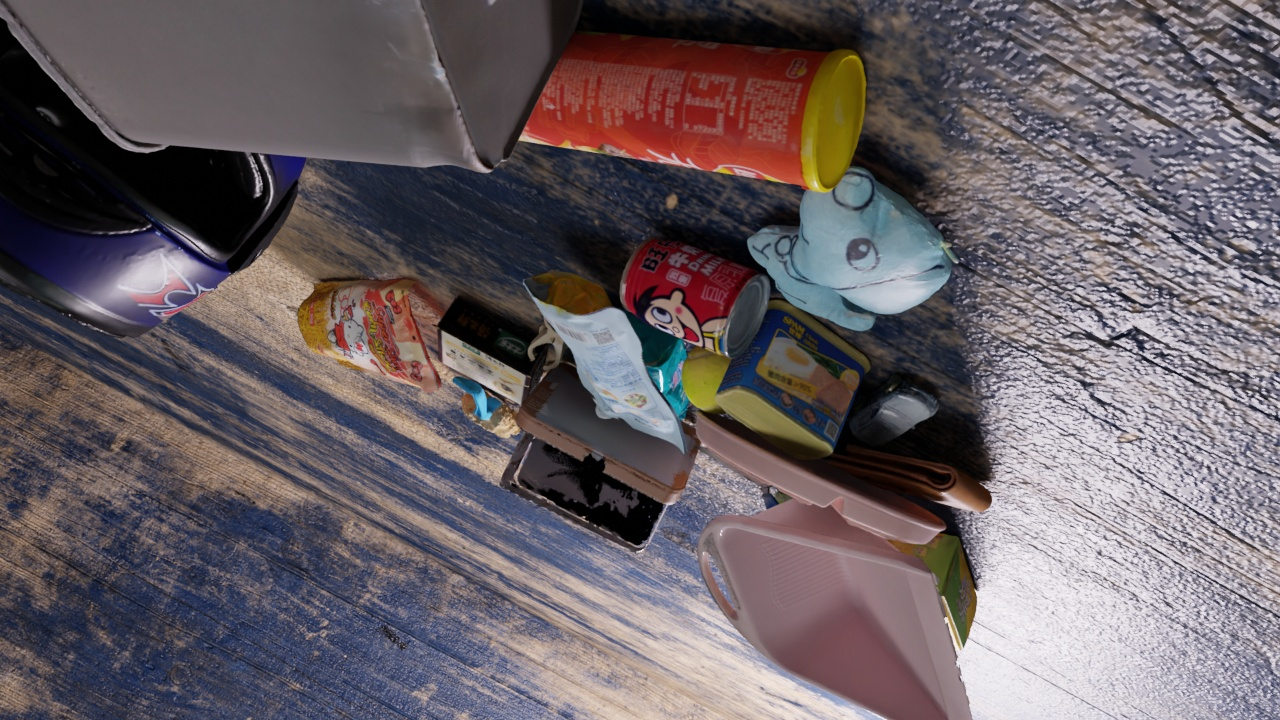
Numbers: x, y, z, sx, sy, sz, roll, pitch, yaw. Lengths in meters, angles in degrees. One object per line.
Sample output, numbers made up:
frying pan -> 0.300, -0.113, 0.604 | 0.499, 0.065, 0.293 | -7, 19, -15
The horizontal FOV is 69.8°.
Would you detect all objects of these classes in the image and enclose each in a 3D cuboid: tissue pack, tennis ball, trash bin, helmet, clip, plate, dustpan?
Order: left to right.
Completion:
helmet -> -0.349, -0.165, 0.624 | 0.247, 0.240, 0.316 | 41, 171, -25
trash bin -> -0.160, -0.206, 0.445 | 0.220, 0.198, 0.199 | 14, 153, 15
clip -> -0.082, -0.026, 0.894 | 0.071, 0.034, 0.100 | 32, 151, -8
tissue pack -> -0.005, 0.005, 0.851 | 0.093, 0.050, 0.133 | 18, 154, 21
tennis ball -> 0.067, 0.013, 0.773 | 0.065, 0.065, 0.066 | 23, 156, 11
plate -> 0.148, 0.101, 0.791 | 0.229, 0.028, 0.229 | 23, -177, -2
dustpan -> 0.165, 0.244, 0.845 | 0.273, 0.138, 0.223 | -133, 19, -68

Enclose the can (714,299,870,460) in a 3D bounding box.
can -> 0.116, 0.017, 0.708 | 0.102, 0.083, 0.057 | 34, 155, -14

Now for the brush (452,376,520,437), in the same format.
brush -> -0.186, 0.049, 1.078 | 0.083, 0.045, 0.255 | 36, 169, 6

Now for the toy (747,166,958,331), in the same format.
toy -> 0.132, -0.064, 0.575 | 0.156, 0.049, 0.161 | 12, 153, 41

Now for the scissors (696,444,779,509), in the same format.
scissors -> 0.131, 0.135, 0.944 | 0.165, 0.157, 0.012 | 7, -162, 2

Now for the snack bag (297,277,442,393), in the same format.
snack bag -> -0.309, -0.035, 1.054 | 0.208, 0.073, 0.129 | 8, 115, 42

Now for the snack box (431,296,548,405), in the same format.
snack box -> -0.161, -0.008, 0.985 | 0.113, 0.053, 0.126 | 28, 156, 0

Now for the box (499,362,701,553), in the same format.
box -> -0.040, 0.101, 0.948 | 0.183, 0.155, 0.187 | 25, 177, 6

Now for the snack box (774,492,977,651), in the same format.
snack box -> 0.249, 0.230, 1.007 | 0.210, 0.069, 0.158 | 10, 150, 34

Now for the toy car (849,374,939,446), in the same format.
toy car -> 0.200, 0.042, 0.734 | 0.043, 0.034, 0.091 | 33, 154, -3

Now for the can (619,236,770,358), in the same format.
can -> 0.039, -0.048, 0.674 | 0.094, 0.066, 0.066 | 25, 157, 24

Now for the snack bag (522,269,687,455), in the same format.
snack bag -> -0.026, 0.006, 0.771 | 0.110, 0.038, 0.191 | 13, 148, 33

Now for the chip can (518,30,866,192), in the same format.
chip can -> 0.010, -0.145, 0.514 | 0.217, 0.073, 0.073 | 14, 153, 26

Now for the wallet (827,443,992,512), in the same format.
wallet -> 0.228, 0.098, 0.772 | 0.108, 0.031, 0.131 | 11, 172, 33

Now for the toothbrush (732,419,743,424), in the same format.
toothbrush -> 0.166, 0.104, 0.911 | 0.189, 0.016, 0.014 | 26, 166, 0
